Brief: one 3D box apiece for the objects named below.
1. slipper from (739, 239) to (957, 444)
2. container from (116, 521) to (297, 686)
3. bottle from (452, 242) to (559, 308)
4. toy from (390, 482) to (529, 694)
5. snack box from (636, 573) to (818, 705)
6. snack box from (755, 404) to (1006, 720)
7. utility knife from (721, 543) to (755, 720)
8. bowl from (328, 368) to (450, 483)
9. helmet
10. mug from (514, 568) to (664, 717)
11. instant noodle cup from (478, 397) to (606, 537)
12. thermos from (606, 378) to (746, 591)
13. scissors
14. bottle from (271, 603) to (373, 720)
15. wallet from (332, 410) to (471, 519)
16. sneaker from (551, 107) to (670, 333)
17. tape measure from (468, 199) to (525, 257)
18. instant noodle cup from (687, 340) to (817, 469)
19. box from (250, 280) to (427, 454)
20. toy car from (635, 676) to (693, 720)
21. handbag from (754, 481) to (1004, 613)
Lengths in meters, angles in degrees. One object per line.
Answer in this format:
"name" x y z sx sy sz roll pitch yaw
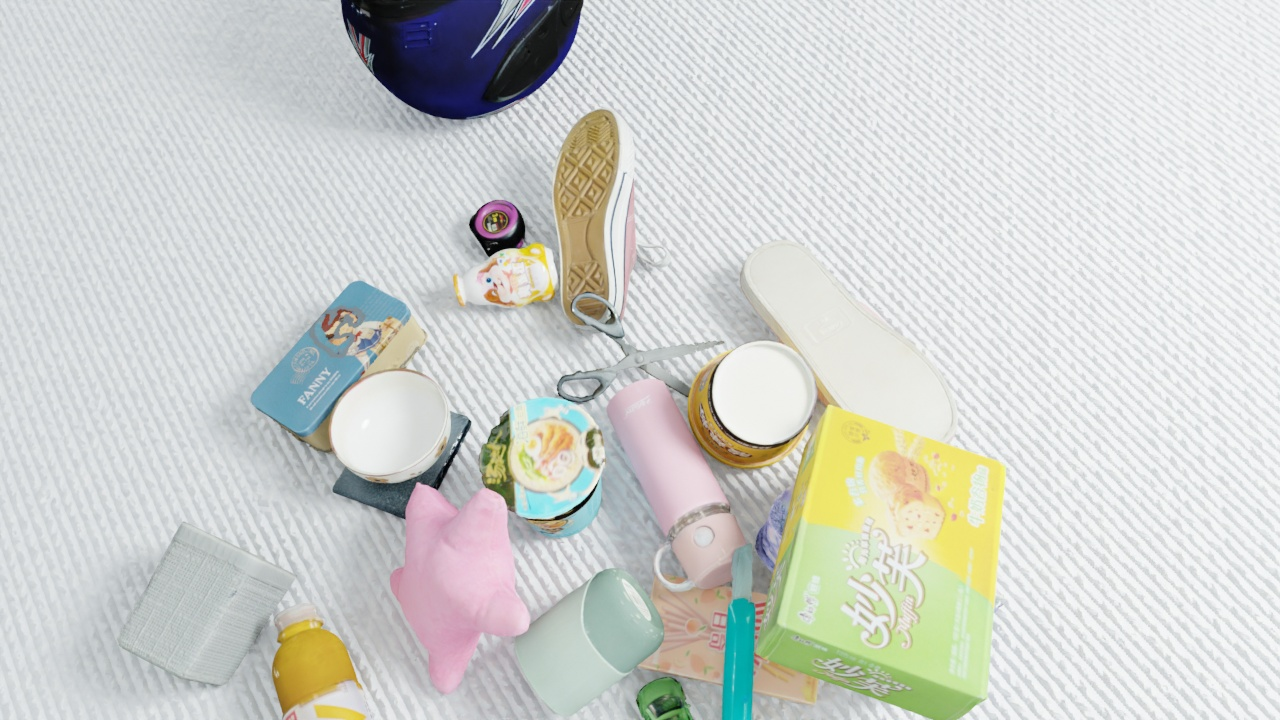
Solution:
"slipper" 0.201 -0.011 0.915 0.114 0.054 0.274 -36 69 -14
"container" -0.388 0.220 0.821 0.090 0.090 0.114 20 69 14
"bottle" -0.142 -0.086 0.974 0.108 0.063 0.063 -13 63 -2
"toy" -0.161 0.176 0.793 0.074 0.195 0.178 -4 55 -45
"snack box" 0.081 0.244 0.809 0.157 0.026 0.084 9 64 9
"snack box" 0.194 0.154 0.726 0.158 0.070 0.209 19 53 5
"utility knife" 0.085 0.252 0.771 0.029 0.013 0.196 2 89 10
"bowl" -0.234 0.070 0.882 0.113 0.062 0.113 -3 60 5
"helmet" -0.178 -0.419 1.042 0.315 0.240 0.247 -43 68 -6
"mug" -0.043 0.230 0.788 0.106 0.082 0.111 -39 22 4
"instant noodle cup" -0.079 0.109 0.837 0.111 0.120 0.111 -2 62 4
"thermos" 0.025 0.116 0.847 0.087 0.067 0.198 -28 58 4
"scissors" -0.007 0.001 0.921 0.159 0.014 0.181 -43 93 11
"bottle" -0.268 0.299 0.782 0.068 0.068 0.189 -26 64 -9
"wallet" -0.236 0.093 0.914 0.097 0.019 0.120 18 64 14
"sneaker" -0.036 -0.145 0.984 0.118 0.087 0.241 -4 82 27
"tape measure" -0.157 -0.147 1.020 0.058 0.039 0.057 -34 66 -8
"instant noodle cup" 0.107 0.038 0.848 0.118 0.114 0.118 0 80 -2
"box" -0.307 0.011 0.932 0.090 0.064 0.183 24 65 23
"toy car" 0.028 0.312 0.774 0.043 0.036 0.091 -22 60 -6
"handbag" 0.202 0.179 0.801 0.134 0.076 0.194 -31 64 -30
